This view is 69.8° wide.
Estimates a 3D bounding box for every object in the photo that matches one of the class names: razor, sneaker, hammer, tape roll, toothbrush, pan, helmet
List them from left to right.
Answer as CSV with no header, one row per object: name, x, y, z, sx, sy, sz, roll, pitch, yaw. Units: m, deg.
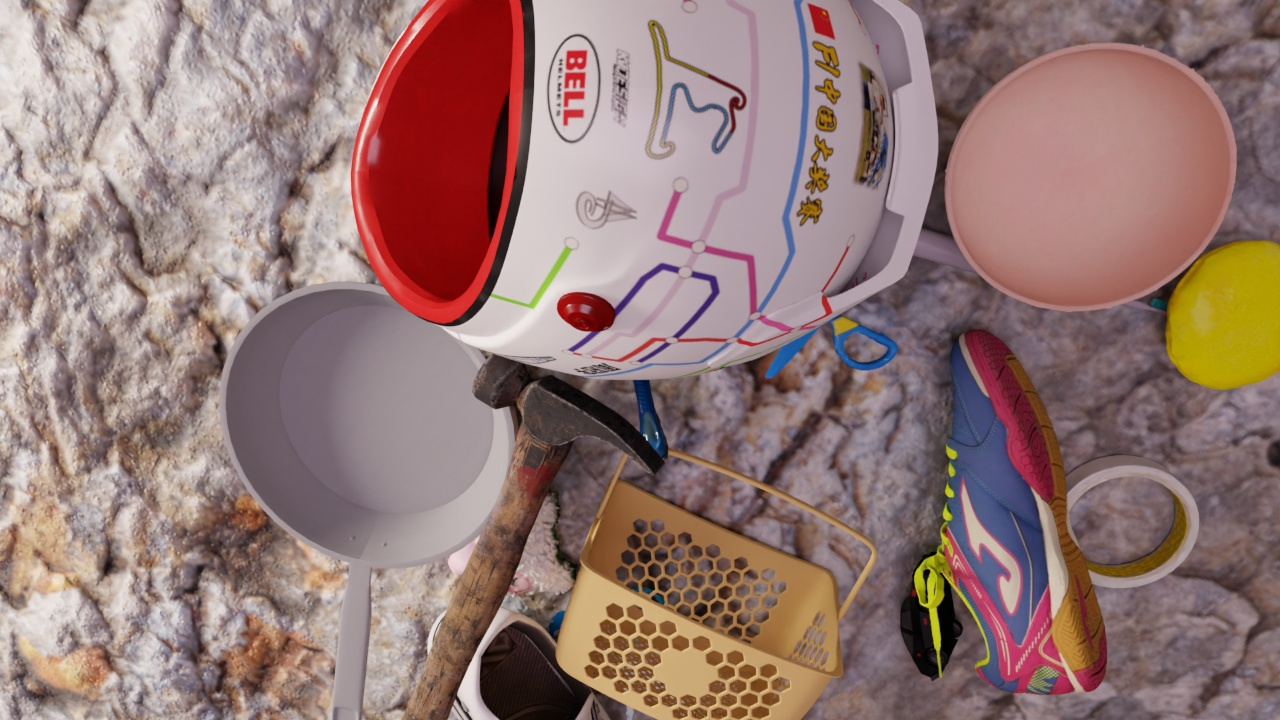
pan,-0.189,0.117,0.631,0.201,0.050,0.357,11,110,5
hammer,-0.100,0.161,0.591,0.120,0.033,0.331,29,112,12
sneaker,-0.055,0.281,0.687,0.097,0.091,0.245,-22,102,53
razor,-0.004,0.004,0.617,0.044,0.018,0.140,-17,71,13
helmet,-0.001,-0.105,0.502,0.235,0.315,0.231,2,91,-33
sneaker,0.227,0.102,0.602,0.091,0.116,0.241,-16,88,38
toothbrush,0.252,-0.056,0.591,0.188,0.018,0.019,16,107,3
tape roll,0.331,0.112,0.633,0.094,0.019,0.094,2,108,7

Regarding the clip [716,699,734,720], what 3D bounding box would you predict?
clip,0.066,0.297,0.730,0.060,0.023,0.045,-23,108,16

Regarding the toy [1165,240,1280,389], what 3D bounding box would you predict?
toy,0.370,-0.027,0.567,0.094,0.041,0.095,5,106,-5

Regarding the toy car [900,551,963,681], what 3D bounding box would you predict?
toy car,0.207,0.183,0.664,0.036,0.042,0.092,-2,108,35

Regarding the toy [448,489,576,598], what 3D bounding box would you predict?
toy,-0.107,0.143,0.698,0.109,0.041,0.096,-6,108,16

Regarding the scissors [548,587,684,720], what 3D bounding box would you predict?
scissors,-0.020,0.235,0.728,0.119,0.014,0.129,-1,109,6

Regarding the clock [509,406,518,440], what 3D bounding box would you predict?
clock,-0.170,0.060,0.668,0.158,0.058,0.117,-10,106,12

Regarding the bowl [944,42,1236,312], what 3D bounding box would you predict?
bowl,0.254,-0.110,0.544,0.153,0.076,0.153,3,108,9

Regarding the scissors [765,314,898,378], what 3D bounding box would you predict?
scissors,0.124,-0.039,0.605,0.125,0.013,0.130,24,96,-16

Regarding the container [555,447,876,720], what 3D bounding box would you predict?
container,0.048,0.154,0.629,0.183,0.129,0.167,24,109,0
